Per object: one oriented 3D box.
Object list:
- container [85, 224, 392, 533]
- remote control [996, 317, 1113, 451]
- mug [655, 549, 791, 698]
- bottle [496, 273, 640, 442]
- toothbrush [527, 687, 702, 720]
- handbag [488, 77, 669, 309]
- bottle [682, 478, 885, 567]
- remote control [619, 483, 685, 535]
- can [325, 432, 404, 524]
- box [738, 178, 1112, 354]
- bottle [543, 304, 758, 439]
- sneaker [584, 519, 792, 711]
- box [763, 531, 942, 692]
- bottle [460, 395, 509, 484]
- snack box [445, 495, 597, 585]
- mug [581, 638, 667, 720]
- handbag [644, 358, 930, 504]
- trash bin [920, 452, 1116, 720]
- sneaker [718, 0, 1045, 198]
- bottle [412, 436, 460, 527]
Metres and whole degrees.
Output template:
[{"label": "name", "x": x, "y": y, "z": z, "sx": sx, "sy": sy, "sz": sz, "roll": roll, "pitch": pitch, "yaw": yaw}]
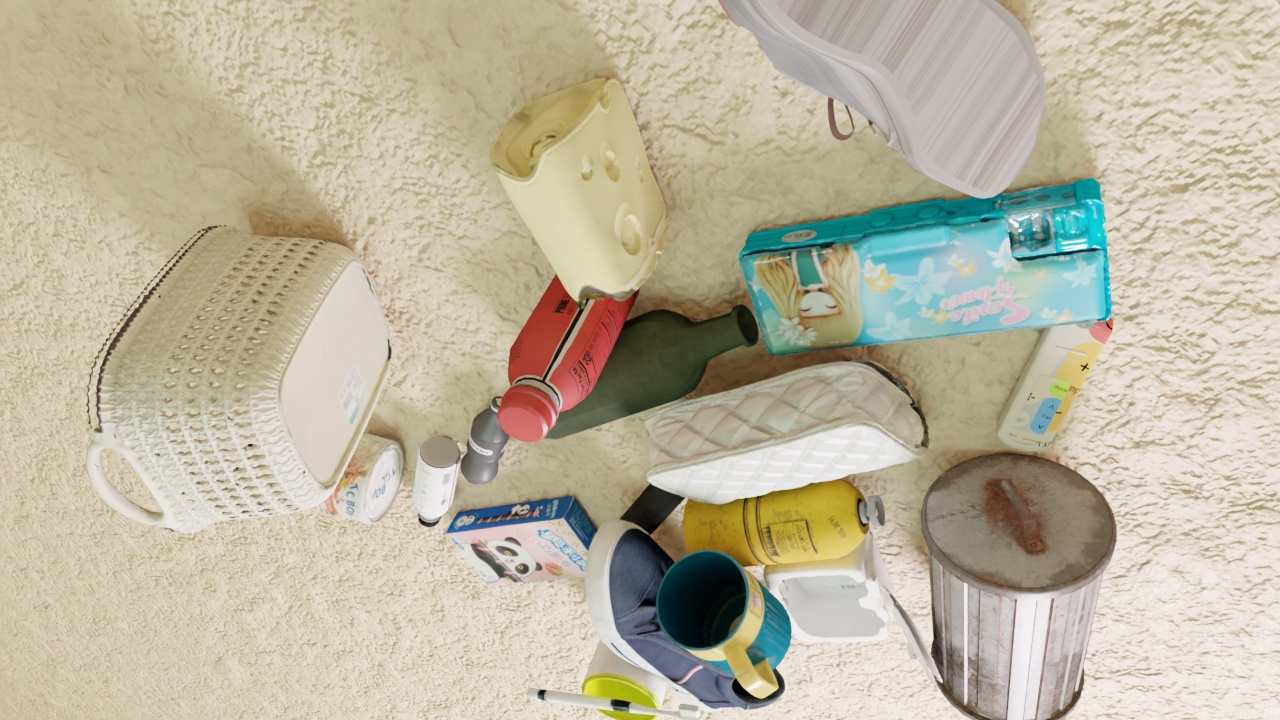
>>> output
[{"label": "container", "x": -0.301, "y": 0.010, "z": 0.728, "sx": 0.143, "sy": 0.250, "sz": 0.185, "roll": 0, "pitch": 131, "yaw": 8}, {"label": "remote control", "x": 0.290, "y": 0.014, "z": 0.648, "sx": 0.038, "sy": 0.018, "sz": 0.126, "roll": 15, "pitch": 131, "yaw": 8}, {"label": "mug", "x": 0.078, "y": 0.227, "z": 0.763, "sx": 0.083, "sy": 0.113, "sz": 0.107, "roll": -34, "pitch": 138, "yaw": 6}, {"label": "bottle", "x": -0.052, "y": -0.014, "z": 0.645, "sx": 0.062, "sy": 0.176, "sz": 0.062, "roll": 11, "pitch": 132, "yaw": 12}, {"label": "toothbrush", "x": -0.029, "y": 0.338, "z": 0.907, "sx": 0.187, "sy": 0.012, "sz": 0.017, "roll": -1, "pitch": 116, "yaw": 22}, {"label": "handbag", "x": -0.037, "y": -0.107, "z": 0.605, "sx": 0.081, "sy": 0.111, "sz": 0.119, "roll": -13, "pitch": 125, "yaw": 19}, {"label": "bottle", "x": 0.124, "y": 0.138, "z": 0.782, "sx": 0.164, "sy": 0.070, "sz": 0.071, "roll": -13, "pitch": 123, "yaw": 30}, {"label": "remote control", "x": 0.011, "y": 0.141, "z": 0.865, "sx": 0.033, "sy": 0.015, "sz": 0.147, "roll": 30, "pitch": 133, "yaw": -6}, {"label": "can", "x": -0.270, "y": 0.116, "z": 0.904, "sx": 0.043, "sy": 0.086, "sz": 0.086, "roll": 14, "pitch": 133, "yaw": 9}, {"label": "box", "x": 0.185, "y": -0.056, "z": 0.612, "sx": 0.227, "sy": 0.039, "sz": 0.094, "roll": -6, "pitch": 127, "yaw": 25}, {"label": "bottle", "x": -0.004, "y": 0.004, "z": 0.715, "sx": 0.207, "sy": 0.071, "sz": 0.071, "roll": -20, "pitch": 120, "yaw": 33}, {"label": "sneaker", "x": 0.060, "y": 0.248, "z": 0.870, "sx": 0.127, "sy": 0.120, "sz": 0.294, "roll": -5, "pitch": 136, "yaw": 38}, {"label": "box", "x": 0.196, "y": 0.209, "z": 0.802, "sx": 0.189, "sy": 0.101, "sz": 0.111, "roll": 4, "pitch": 135, "yaw": 45}, {"label": "bottle", "x": -0.141, "y": 0.073, "z": 0.850, "sx": 0.036, "sy": 0.036, "sz": 0.110, "roll": 24, "pitch": 133, "yaw": -1}, {"label": "snack box", "x": -0.114, "y": 0.187, "z": 0.942, "sx": 0.154, "sy": 0.033, "sz": 0.088, "roll": -13, "pitch": 124, "yaw": 29}, {"label": "mug", "x": -0.006, "y": 0.308, "z": 0.955, "sx": 0.082, "sy": 0.105, "sz": 0.083, "roll": 11, "pitch": 132, "yaw": 12}, {"label": "handbag", "x": 0.107, "y": 0.056, "z": 0.702, "sx": 0.195, "sy": 0.072, "sz": 0.138, "roll": -17, "pitch": 152, "yaw": 32}, {"label": "trash bin", "x": 0.288, "y": 0.179, "z": 0.715, "sx": 0.131, "sy": 0.130, "sz": 0.211, "roll": 1, "pitch": 131, "yaw": 20}, {"label": "sneaker", "x": 0.129, "y": -0.176, "z": 0.511, "sx": 0.236, "sy": 0.089, "sz": 0.099, "roll": 30, "pitch": 101, "yaw": -31}, {"label": "bottle", "x": -0.207, "y": 0.127, "z": 0.919, "sx": 0.041, "sy": 0.041, "sz": 0.116, "roll": 22, "pitch": 133, "yaw": 2}]
